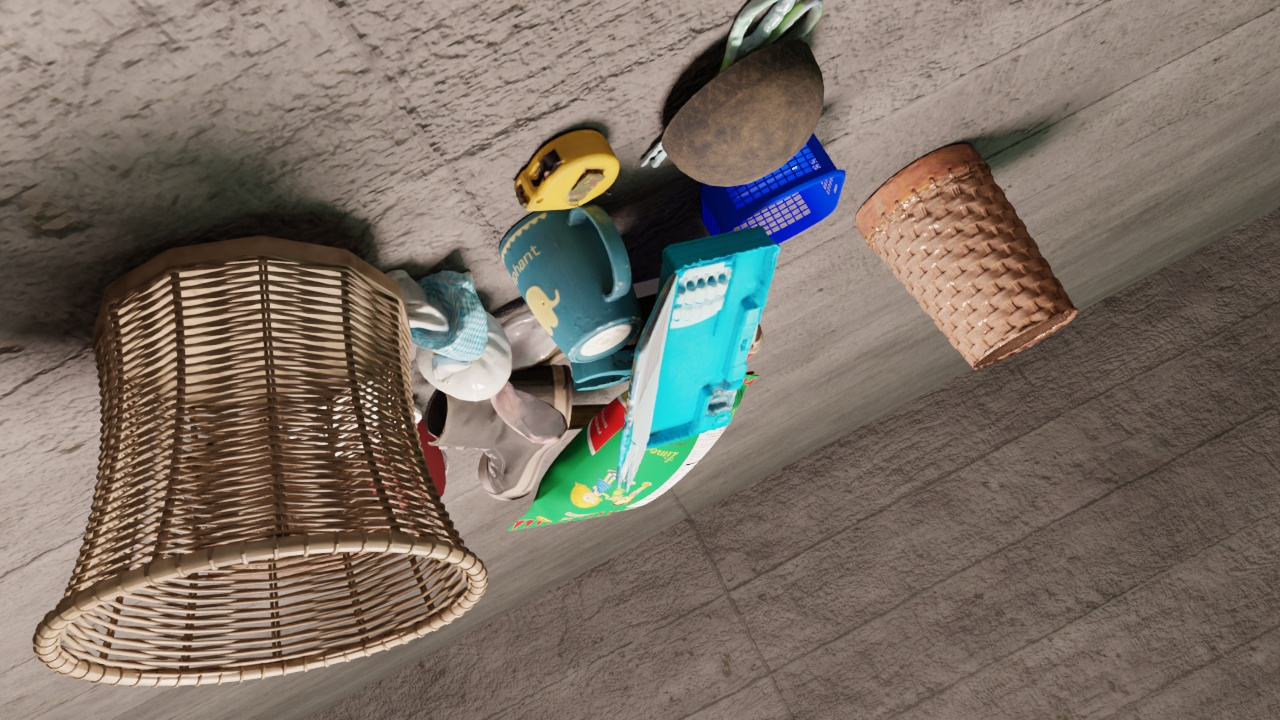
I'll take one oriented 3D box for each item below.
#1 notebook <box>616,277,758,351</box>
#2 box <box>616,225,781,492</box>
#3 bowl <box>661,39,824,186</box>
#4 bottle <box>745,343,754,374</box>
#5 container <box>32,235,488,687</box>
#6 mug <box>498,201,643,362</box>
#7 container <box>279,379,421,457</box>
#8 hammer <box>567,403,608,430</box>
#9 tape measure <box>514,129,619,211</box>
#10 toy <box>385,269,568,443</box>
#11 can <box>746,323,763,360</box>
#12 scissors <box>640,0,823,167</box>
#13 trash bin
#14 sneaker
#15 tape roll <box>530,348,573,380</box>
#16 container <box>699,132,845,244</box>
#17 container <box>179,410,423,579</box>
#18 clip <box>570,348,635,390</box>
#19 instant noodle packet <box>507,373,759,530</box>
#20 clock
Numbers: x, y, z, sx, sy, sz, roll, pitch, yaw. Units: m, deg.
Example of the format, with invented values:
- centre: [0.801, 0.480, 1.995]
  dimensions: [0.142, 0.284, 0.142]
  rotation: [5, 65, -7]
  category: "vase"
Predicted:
- centre: [0.031, -0.035, 0.862]
  dimensions: [0.171, 0.022, 0.209]
  rotation: [-14, 163, -1]
  category: "notebook"
- centre: [0.025, 0.008, 0.757]
  dimensions: [0.180, 0.074, 0.228]
  rotation: [-36, 152, -33]
  category: "box"
- centre: [0.080, -0.159, 0.640]
  dimensions: [0.121, 0.056, 0.121]
  rotation: [-31, 172, -5]
  category: "bowl"
- centre: [0.068, -0.015, 1.017]
  dimensions: [0.111, 0.099, 0.099]
  rotation: [-30, 163, 7]
  category: "bottle"
- centre: [-0.220, 0.063, 0.547]
  dimensions: [0.227, 0.196, 0.227]
  rotation: [-12, 152, -7]
  category: "container"
- centre: [-0.042, -0.063, 0.687]
  dimensions: [0.084, 0.104, 0.112]
  rotation: [-17, 161, -32]
  category: "mug"
- centre: [-0.242, 0.032, 0.753]
  dimensions: [0.080, 0.049, 0.129]
  rotation: [-27, 163, -2]
  category: "container"
- centre: [-0.051, 0.062, 1.058]
  dimensions: [0.329, 0.033, 0.133]
  rotation: [-2, 149, -29]
  category: "hammer"
- centre: [-0.043, -0.128, 0.624]
  dimensions: [0.068, 0.030, 0.059]
  rotation: [-13, 160, -43]
  category: "tape measure"
- centre: [-0.145, -0.008, 0.725]
  dimensions: [0.106, 0.131, 0.205]
  rotation: [-12, 157, 24]
  category: "toy"
- centre: [0.078, 0.001, 1.130]
  dimensions: [0.067, 0.067, 0.171]
  rotation: [-12, 158, -42]
  category: "can"
- centre: [0.057, -0.187, 0.633]
  dimensions: [0.072, 0.033, 0.176]
  rotation: [-14, 163, -45]
  category: "scissors"
- centre: [0.350, -0.105, 0.993]
  dimensions: [0.151, 0.210, 0.151]
  rotation: [-25, 163, -8]
  category: "trash bin"
- centre: [-0.153, 0.071, 0.895]
  dimensions: [0.119, 0.095, 0.235]
  rotation: [5, 157, -18]
  category: "sneaker"
- centre: [-0.080, -0.005, 0.929]
  dimensions: [0.093, 0.030, 0.094]
  rotation: [-25, 163, -8]
  category: "tape roll"
- centre: [0.105, -0.140, 0.771]
  dimensions: [0.114, 0.058, 0.096]
  rotation: [-27, 163, -3]
  category: "container"
- centre: [-0.301, 0.126, 0.830]
  dimensions: [0.113, 0.113, 0.198]
  rotation: [-27, 163, 9]
  category: "container"
- centre: [-0.006, 0.000, 0.867]
  dimensions: [0.127, 0.028, 0.113]
  rotation: [-14, 161, 3]
  category: "clip"
- centre: [-0.002, 0.094, 0.970]
  dimensions: [0.253, 0.090, 0.195]
  rotation: [-45, 157, 20]
  category: "instant noodle packet"
- centre: [-0.217, 0.092, 0.859]
  dimensions: [0.044, 0.087, 0.124]
  rotation: [-18, -160, 9]
  category: "clock"
